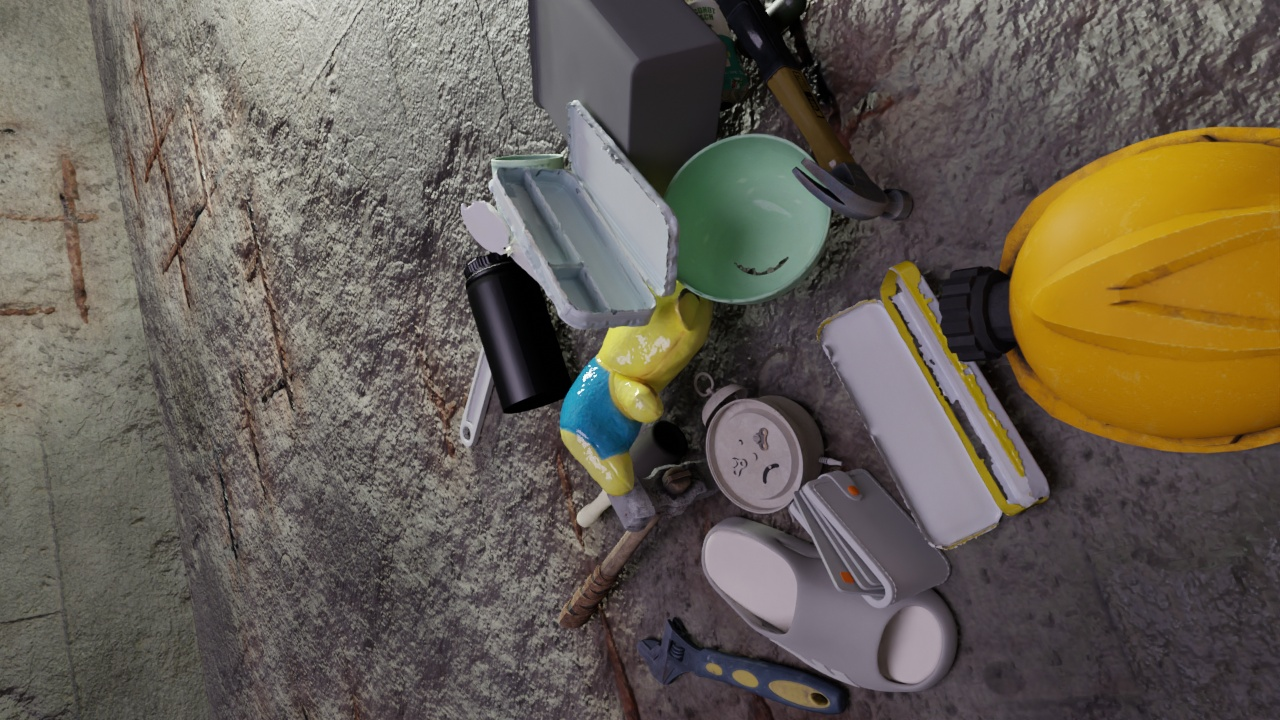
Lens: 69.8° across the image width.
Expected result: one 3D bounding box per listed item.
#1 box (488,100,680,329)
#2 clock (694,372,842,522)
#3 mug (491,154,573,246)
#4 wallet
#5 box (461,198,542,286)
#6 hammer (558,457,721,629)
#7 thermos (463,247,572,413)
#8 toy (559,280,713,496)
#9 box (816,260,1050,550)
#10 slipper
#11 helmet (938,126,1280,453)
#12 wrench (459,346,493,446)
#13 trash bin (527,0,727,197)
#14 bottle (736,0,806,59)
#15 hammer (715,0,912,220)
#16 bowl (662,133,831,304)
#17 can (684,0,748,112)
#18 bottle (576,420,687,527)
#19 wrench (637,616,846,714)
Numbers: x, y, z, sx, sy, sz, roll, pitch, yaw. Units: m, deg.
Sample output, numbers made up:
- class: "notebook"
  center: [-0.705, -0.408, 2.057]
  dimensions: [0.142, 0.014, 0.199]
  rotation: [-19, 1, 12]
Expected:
- class: "box"
  center: [-0.040, -0.142, 0.796]
  dimensions: [0.215, 0.106, 0.127]
  rotation: [58, 135, 32]
- class: "clock"
  center: [0.105, 0.067, 0.842]
  dimensions: [0.157, 0.061, 0.104]
  rotation: [48, 127, 25]
- class: "mug"
  center: [-0.112, -0.181, 1.050]
  dimensions: [0.111, 0.084, 0.104]
  rotation: [3, 108, 20]
- class: "wallet"
  center: [0.173, 0.141, 0.731]
  dimensions: [0.118, 0.115, 0.038]
  rotation: [51, 128, 32]
- class: "box"
  center: [-0.110, -0.131, 0.985]
  dimensions: [0.166, 0.092, 0.084]
  rotation: [45, 159, -10]
- class: "hammer"
  center: [-0.021, 0.208, 0.978]
  dimensions: [0.049, 0.121, 0.320]
  rotation: [59, 140, 26]
- class: "thermos"
  center: [-0.150, -0.045, 1.085]
  dimensions: [0.086, 0.086, 0.198]
  rotation: [-30, 75, 45]
- class: "toy"
  center: [-0.005, 0.005, 0.859]
  dimensions: [0.214, 0.084, 0.149]
  rotation: [-59, 20, 4]
- class: "box"
  center: [0.225, 0.033, 0.712]
  dimensions: [0.117, 0.057, 0.209]
  rotation: [-44, 63, 43]
- class: "slipper"
  center: [0.138, 0.212, 0.805]
  dimensions: [0.266, 0.080, 0.113]
  rotation: [19, 105, 46]
- class: "helmet"
  center: [0.309, -0.040, 0.552]
  dimensions: [0.256, 0.131, 0.205]
  rotation: [-6, 89, 47]
- class: "wrench"
  center: [-0.206, -0.006, 1.211]
  dimensions: [0.087, 0.018, 0.274]
  rotation: [43, 125, 36]
- class: "trash bin"
  center: [-0.020, -0.266, 0.857]
  dimensions: [0.219, 0.097, 0.192]
  rotation: [58, 158, 34]
- class: "bottle"
  center: [0.126, -0.306, 0.805]
  dimensions: [0.106, 0.025, 0.025]
  rotation: [-35, 69, 44]
- class: "hammer"
  center: [0.106, -0.253, 0.754]
  dimensions: [0.025, 0.117, 0.332]
  rotation: [-42, 66, 39]
- class: "bowl"
  center: [0.097, -0.114, 0.802]
  dimensions: [0.151, 0.077, 0.150]
  rotation: [-5, 77, 21]
- class: "can"
  center: [0.062, -0.286, 0.857]
  dimensions: [0.055, 0.054, 0.101]
  rotation: [-31, 71, 45]
- class: "bottle"
  center: [-0.018, 0.132, 0.994]
  dimensions: [0.185, 0.045, 0.045]
  rotation: [-47, 60, 40]
- class: "wrench"
  center: [0.088, 0.308, 0.912]
  dimensions: [0.274, 0.022, 0.073]
  rotation: [-3, 92, 48]
